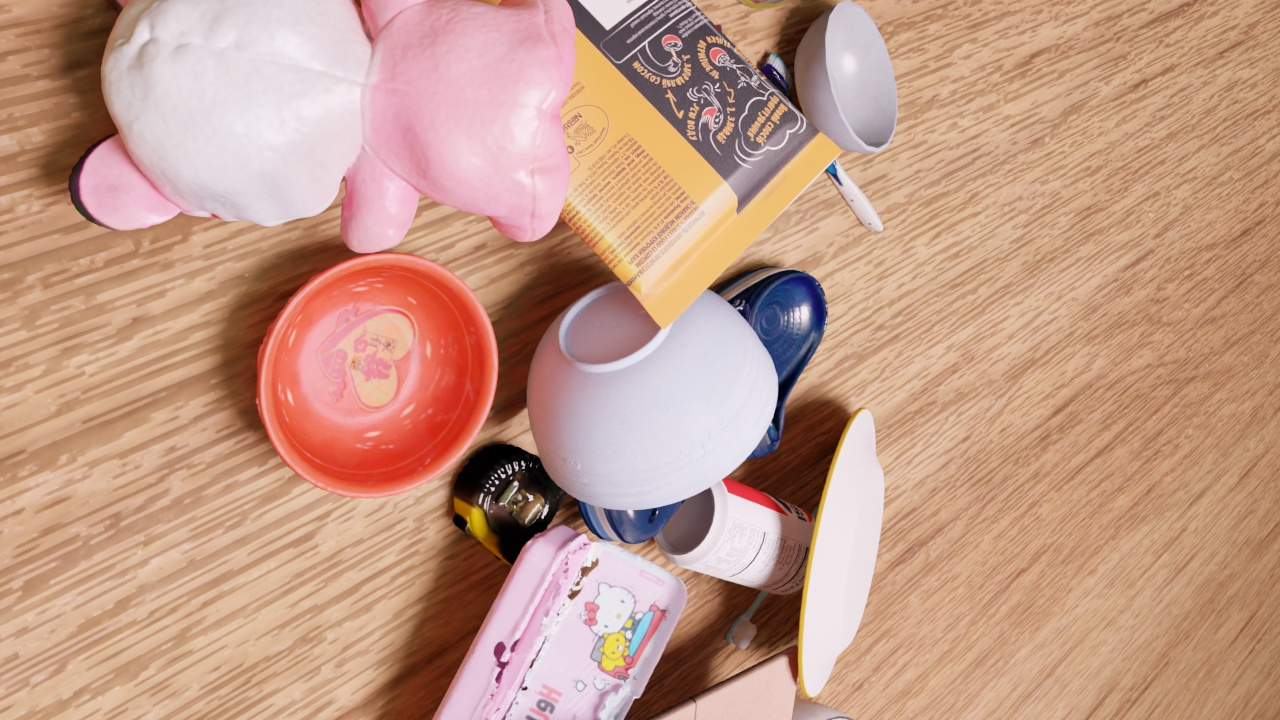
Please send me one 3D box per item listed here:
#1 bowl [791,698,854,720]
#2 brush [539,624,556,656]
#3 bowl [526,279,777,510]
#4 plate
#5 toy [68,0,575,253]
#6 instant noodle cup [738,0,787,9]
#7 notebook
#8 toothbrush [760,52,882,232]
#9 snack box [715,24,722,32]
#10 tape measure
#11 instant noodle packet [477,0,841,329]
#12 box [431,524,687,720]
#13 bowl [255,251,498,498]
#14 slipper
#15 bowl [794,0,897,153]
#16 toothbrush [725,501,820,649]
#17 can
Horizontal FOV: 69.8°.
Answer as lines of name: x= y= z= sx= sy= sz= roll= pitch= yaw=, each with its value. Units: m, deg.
bowl: x=0.130 y=0.341 z=0.783 sx=0.116 sy=0.066 sz=0.116 roll=-11 pitch=108 yaw=-36
brush: x=-0.038 y=0.240 z=0.658 sx=0.033 sy=0.012 sz=0.218 roll=-42 pitch=123 yaw=-23
bowl: x=-0.003 y=0.003 z=0.525 sx=0.150 sy=0.151 sz=0.075 roll=-45 pitch=136 yaw=-21
plate: x=0.166 y=0.152 z=0.726 sx=0.229 sy=0.021 sz=0.230 roll=10 pitch=90 yaw=-66
toy: x=-0.135 y=-0.121 z=0.414 sx=0.213 sy=0.084 sz=0.142 roll=4 pitch=96 yaw=-14
instant noodle cup: x=0.113 y=-0.277 z=0.578 sx=0.102 sy=0.108 sz=0.102 roll=-13 pitch=112 yaw=-36
notebook: x=0.028 y=0.292 z=0.634 sx=0.208 sy=0.008 sz=0.141 roll=-12 pitch=116 yaw=-36
toothbrush: x=0.142 y=-0.158 z=0.695 sx=0.189 sy=0.016 sz=0.017 roll=43 pitch=64 yaw=-37
snack box: x=0.030 y=-0.141 z=0.598 sx=0.050 sy=0.032 sz=0.141 roll=-21 pitch=114 yaw=-33
tape measure: x=-0.080 y=0.084 z=0.565 sx=0.067 sy=0.038 sz=0.062 roll=-52 pitch=127 yaw=-15
instant noodle packet: x=-0.012 y=-0.147 z=0.504 sx=0.221 sy=0.032 sz=0.159 roll=45 pitch=70 yaw=-2
box: x=-0.058 y=0.208 z=0.557 sx=0.201 sy=0.103 sz=0.101 roll=-62 pitch=172 yaw=4
bowl: x=-0.143 y=0.005 z=0.489 sx=0.130 sy=0.045 sz=0.130 roll=-11 pitch=108 yaw=-36
slipper: x=0.055 y=0.019 z=0.619 sx=0.252 sy=0.095 sz=0.105 roll=-44 pitch=128 yaw=-29
bowl: x=0.143 y=-0.198 z=0.659 sx=0.106 sy=0.039 sz=0.106 roll=9 pitch=78 yaw=-48
toothbrush: x=0.129 y=0.164 z=0.769 sx=0.180 sy=0.017 sz=0.016 roll=-52 pitch=126 yaw=-17
can: x=0.075 y=0.129 z=0.680 sx=0.132 sy=0.070 sz=0.070 roll=26 pitch=85 yaw=-40
